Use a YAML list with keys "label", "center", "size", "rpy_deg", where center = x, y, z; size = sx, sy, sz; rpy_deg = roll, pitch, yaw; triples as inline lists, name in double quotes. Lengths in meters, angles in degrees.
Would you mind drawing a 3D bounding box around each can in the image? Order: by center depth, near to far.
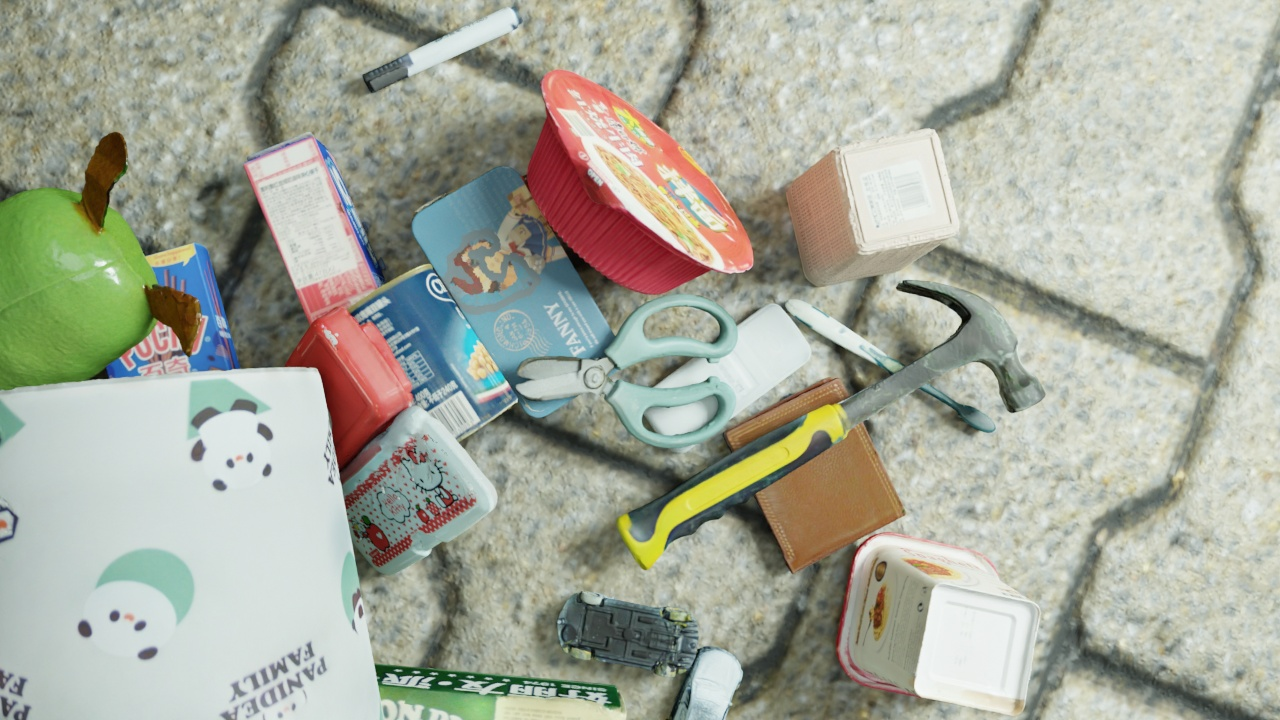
- label: "can"
  center: [-0.141, 0.003, 0.610]
  size: [0.075, 0.075, 0.111]
  rpy_deg: [-33, 95, -6]

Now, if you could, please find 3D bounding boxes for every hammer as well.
- label: "hammer"
  center: [0.128, 0.050, 0.674]
  size: [0.323, 0.032, 0.126]
  rpy_deg: [-29, 86, -2]

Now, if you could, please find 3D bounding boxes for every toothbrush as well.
- label: "toothbrush"
  center: [0.195, 0.004, 0.721]
  size: [0.191, 0.018, 0.016]
  rpy_deg: [32, 85, 0]

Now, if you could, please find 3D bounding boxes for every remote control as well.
- label: "remote control"
  center: [0.065, 0.014, 0.706]
  size: [0.136, 0.020, 0.056]
  rpy_deg: [-37, 89, -5]

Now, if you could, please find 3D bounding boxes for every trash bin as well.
- label: "trash bin"
  center: [-0.255, 0.137, 0.494]
  size: [0.229, 0.229, 0.252]
  rpy_deg: [-6, 88, -5]

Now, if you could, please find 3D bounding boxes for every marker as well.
- label: "marker"
  center: [-0.151, -0.239, 0.706]
  size: [0.130, 0.018, 0.022]
  rpy_deg: [-26, 45, -5]

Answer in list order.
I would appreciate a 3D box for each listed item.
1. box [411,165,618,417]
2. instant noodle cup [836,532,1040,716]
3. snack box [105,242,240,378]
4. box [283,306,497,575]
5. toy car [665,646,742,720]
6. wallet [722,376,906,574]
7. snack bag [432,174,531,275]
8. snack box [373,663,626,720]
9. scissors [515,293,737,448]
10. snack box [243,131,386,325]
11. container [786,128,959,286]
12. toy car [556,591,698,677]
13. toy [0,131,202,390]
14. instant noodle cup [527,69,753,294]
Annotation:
- label: "box"
  center: [-0.086, -0.045, 0.664]
  size: [0.089, 0.059, 0.184]
  rpy_deg: [-34, 102, -6]
- label: "instant noodle cup"
  center: [0.214, 0.191, 0.654]
  size: [0.116, 0.124, 0.116]
  rpy_deg: [13, 85, -4]
- label: "snack box"
  center: [-0.343, 0.000, 0.672]
  size: [0.084, 0.026, 0.157]
  rpy_deg: [-17, 88, -3]
- label: "box"
  center: [-0.184, 0.065, 0.606]
  size: [0.037, 0.202, 0.158]
  rpy_deg: [-35, 89, -40]
- label: "toy car"
  center: [0.046, 0.259, 0.683]
  size: [0.043, 0.034, 0.090]
  rpy_deg: [22, 84, 1]
- label: "wallet"
  center: [0.131, 0.087, 0.703]
  size: [0.101, 0.032, 0.124]
  rpy_deg: [-26, 88, -3]
- label: "snack bag"
  center: [-0.108, -0.093, 0.697]
  size: [0.045, 0.026, 0.105]
  rpy_deg: [44, 87, -6]
- label: "snack box"
  center: [-0.135, 0.285, 0.652]
  size: [0.240, 0.063, 0.114]
  rpy_deg: [6, 85, -4]
- label: "scissors"
  center: [-0.007, -0.004, 0.651]
  size: [0.179, 0.019, 0.139]
  rpy_deg: [8, 97, -22]
- label: "snack box"
  center: [-0.218, -0.057, 0.671]
  size: [0.058, 0.057, 0.207]
  rpy_deg: [-23, 89, -4]
- label: "container"
  center: [0.170, -0.112, 0.677]
  size: [0.090, 0.111, 0.090]
  rpy_deg: [-12, 87, -5]
- label: "toy car"
  center: [-0.010, 0.202, 0.682]
  size: [0.105, 0.031, 0.049]
  rpy_deg: [11, 81, 1]
- label: "toy"
  center: [-0.401, -0.043, 0.615]
  size: [0.247, 0.089, 0.227]
  rpy_deg: [-19, 101, 18]
- label: "instant noodle cup"
  center: [-0.011, -0.114, 0.647]
  size: [0.194, 0.193, 0.066]
  rpy_deg: [46, 114, 0]
